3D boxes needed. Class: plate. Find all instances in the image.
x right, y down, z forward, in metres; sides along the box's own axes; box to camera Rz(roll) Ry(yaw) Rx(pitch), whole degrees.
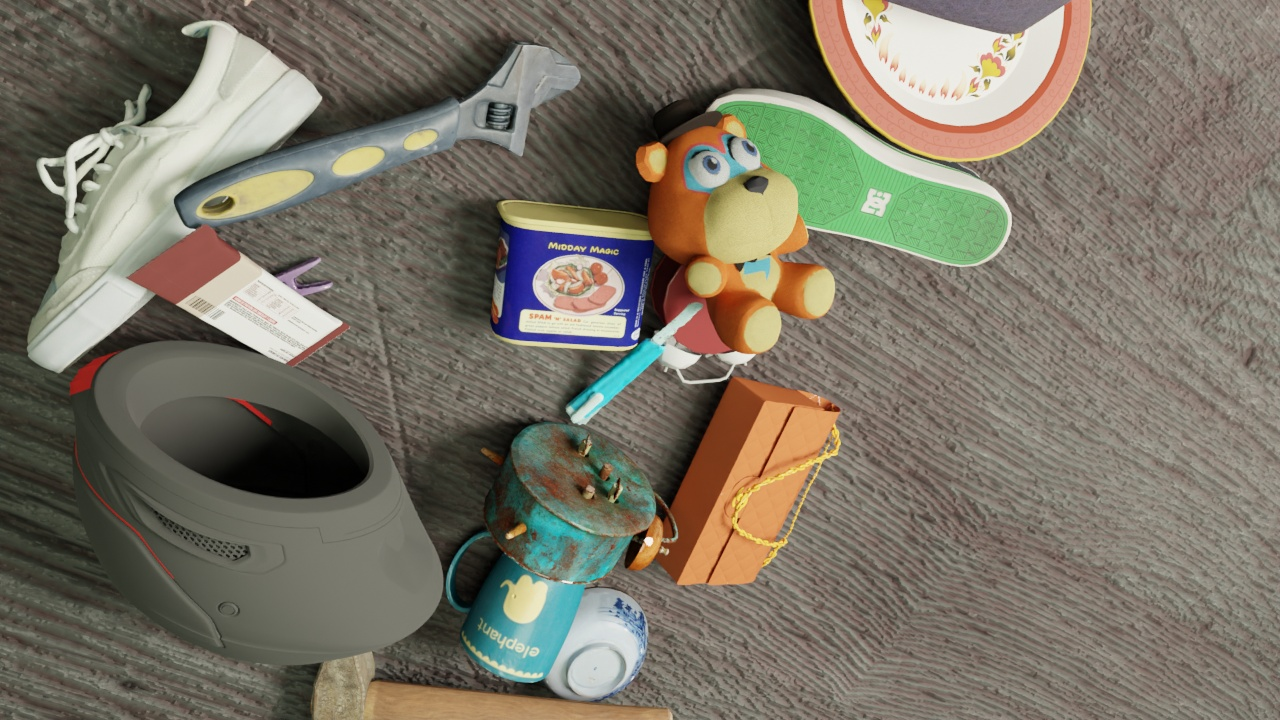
[{"bbox_3d":[0.219,-0.255,0.651,0.229,0.021,0.230,0,92,-16],"label":"plate"}]

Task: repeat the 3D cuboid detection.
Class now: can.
[{"bbox_3d":[-0.050,-0.061,0.667,0.116,0.056,0.092,3,112,-16],"label":"can"}]

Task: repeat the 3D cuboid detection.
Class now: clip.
[{"bbox_3d":[-0.244,-0.055,0.642,0.052,0.013,0.035,-17,114,-5],"label":"clip"}]

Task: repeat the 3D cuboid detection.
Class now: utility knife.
[{"bbox_3d":[-0.004,0.004,0.698,0.022,0.015,0.152,38,121,-21],"label":"utility knife"}]

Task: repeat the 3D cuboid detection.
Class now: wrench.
[{"bbox_3d":[-0.154,-0.140,0.582,0.272,0.022,0.073,-26,132,-24],"label":"wrench"}]

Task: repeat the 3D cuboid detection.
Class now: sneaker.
[{"bbox_3d":[-0.311,-0.105,0.568,0.090,0.089,0.242,41,91,-21],"label":"sneaker"},{"bbox_3d":[0.156,-0.142,0.688,0.235,0.078,0.084,21,120,-4],"label":"sneaker"}]

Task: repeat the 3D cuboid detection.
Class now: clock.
[{"bbox_3d":[-0.037,0.106,0.704,0.157,0.121,0.073,13,120,-31],"label":"clock"},{"bbox_3d":[0.052,-0.041,0.709,0.087,0.044,0.125,-4,113,-13],"label":"clock"}]

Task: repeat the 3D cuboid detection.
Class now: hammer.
[{"bbox_3d":[-0.120,0.292,0.768,0.301,0.037,0.158,8,110,-4],"label":"hammer"}]

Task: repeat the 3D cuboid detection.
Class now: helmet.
[{"bbox_3d":[-0.259,0.113,0.623,0.264,0.164,0.170,25,120,-13],"label":"helmet"}]

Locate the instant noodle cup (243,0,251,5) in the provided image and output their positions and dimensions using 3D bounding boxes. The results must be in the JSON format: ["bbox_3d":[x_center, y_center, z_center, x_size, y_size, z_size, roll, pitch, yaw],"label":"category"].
[{"bbox_3d":[-0.180,-0.259,0.536,0.108,0.097,0.098,-8,114,-21],"label":"instant noodle cup"}]

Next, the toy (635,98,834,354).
[{"bbox_3d":[0.058,-0.093,0.627,0.111,0.096,0.176,-31,84,-32],"label":"toy"}]

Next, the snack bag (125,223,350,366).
[{"bbox_3d":[-0.253,-0.037,0.598,0.057,0.013,0.158,-33,155,2],"label":"snack bag"}]

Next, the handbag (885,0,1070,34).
[{"bbox_3d":[0.210,-0.341,0.566,0.204,0.126,0.222,10,81,-16],"label":"handbag"}]

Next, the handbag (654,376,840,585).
[{"bbox_3d":[0.097,0.109,0.769,0.108,0.060,0.172,11,109,-39],"label":"handbag"}]

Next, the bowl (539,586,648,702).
[{"bbox_3d":[-0.042,0.261,0.807,0.114,0.045,0.114,-5,113,-13],"label":"bowl"}]

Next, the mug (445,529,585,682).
[{"bbox_3d":[-0.102,0.186,0.748,0.112,0.084,0.104,27,98,6],"label":"mug"}]
